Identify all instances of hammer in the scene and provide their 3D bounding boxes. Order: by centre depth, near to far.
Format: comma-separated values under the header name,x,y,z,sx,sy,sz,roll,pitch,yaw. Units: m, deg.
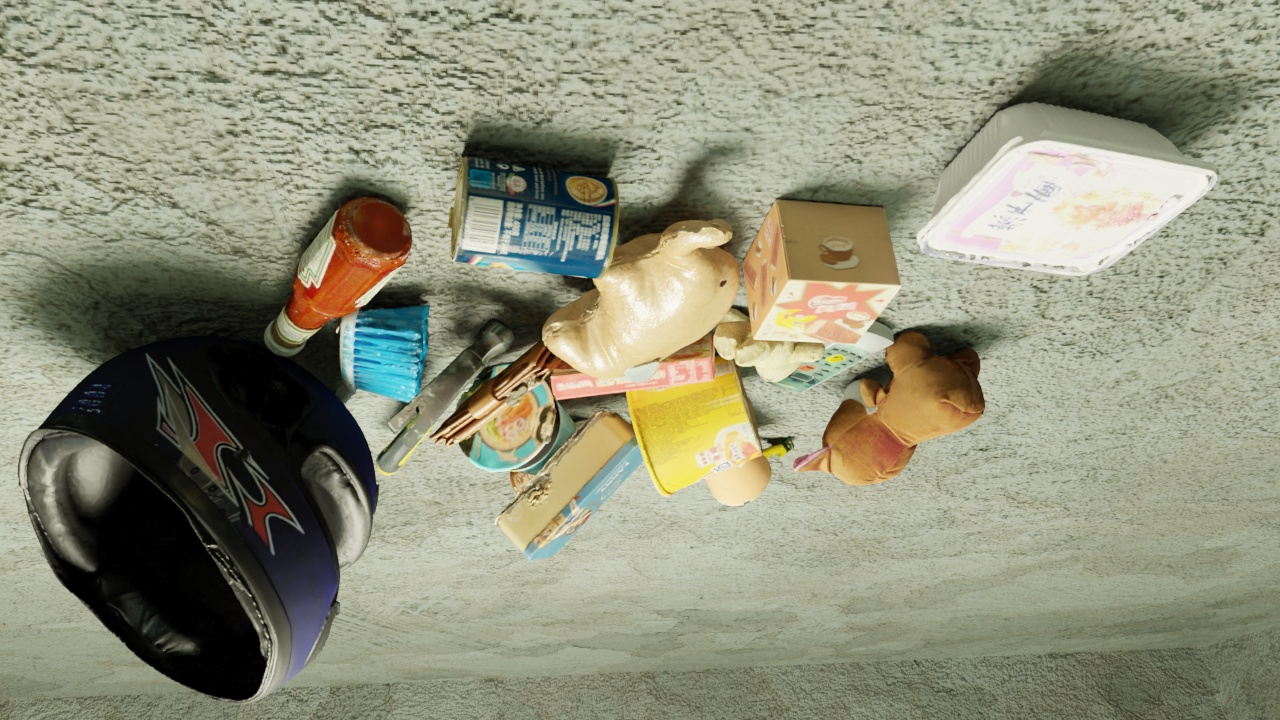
name,x,y,z,sx,sy,sz,roll,pitch,yaw
hammer,-0.218,0.062,0.903,0.032,0.125,0.324,44,148,-5

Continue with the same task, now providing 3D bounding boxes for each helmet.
name,x,y,z,sx,sy,sz,roll,pitch,yaw
helmet,-0.357,0.119,0.819,0.248,0.315,0.239,-54,171,31

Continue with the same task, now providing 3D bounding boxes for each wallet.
name,x,y,z,sx,sy,sz,roll,pitch,yaw
wallet,-0.127,0.026,0.850,0.132,0.107,0.031,-37,98,20

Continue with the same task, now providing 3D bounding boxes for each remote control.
name,x,y,z,sx,sy,sz,roll,pitch,yaw
remote control,0.192,-0.004,0.939,0.056,0.019,0.135,16,147,-33

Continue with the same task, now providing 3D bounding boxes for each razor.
name,x,y,z,sx,sy,sz,roll,pitch,yaw
razor,0.126,0.103,1.132,0.132,0.028,0.043,14,151,-27

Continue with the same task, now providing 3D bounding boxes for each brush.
name,x,y,z,sx,sy,sz,roll,pitch,yaw
brush,-0.271,0.024,0.908,0.109,0.060,0.315,9,153,-12

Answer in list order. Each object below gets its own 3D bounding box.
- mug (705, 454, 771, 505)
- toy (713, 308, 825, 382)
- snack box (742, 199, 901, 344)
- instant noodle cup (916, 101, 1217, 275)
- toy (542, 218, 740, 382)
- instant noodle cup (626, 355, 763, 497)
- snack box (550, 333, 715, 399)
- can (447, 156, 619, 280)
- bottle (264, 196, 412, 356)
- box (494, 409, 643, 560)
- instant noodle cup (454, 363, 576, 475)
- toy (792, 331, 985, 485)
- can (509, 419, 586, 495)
name,x,y,z,sx,sy,sz,roll,pitch,yaw
mug,0.093,0.101,1.050,0.078,0.078,0.123,-15,134,20
toy,0.113,-0.011,0.836,0.105,0.066,0.157,15,-175,24
snack box,0.143,-0.069,0.744,0.092,0.077,0.095,3,152,-11
instant noodle cup,0.302,-0.127,0.671,0.173,0.060,0.138,6,151,-16
toy,0.018,-0.057,0.749,0.143,0.082,0.227,-6,155,-38
instant noodle cup,0.058,0.059,0.933,0.110,0.138,0.138,-18,151,8
snack box,-0.005,0.005,0.878,0.153,0.075,0.025,-7,108,7
can,-0.078,-0.101,0.657,0.111,0.075,0.075,5,151,-16
bottle,-0.252,-0.058,0.739,0.059,0.059,0.207,17,146,-35
box,-0.063,0.125,0.957,0.184,0.061,0.089,-45,165,6
instant noodle cup,-0.120,0.074,0.967,0.111,0.111,0.120,-11,159,13
toy,0.260,0.058,0.968,0.140,0.130,0.200,15,126,-29
can,-0.101,0.123,1.105,0.057,0.057,0.148,15,147,-31
